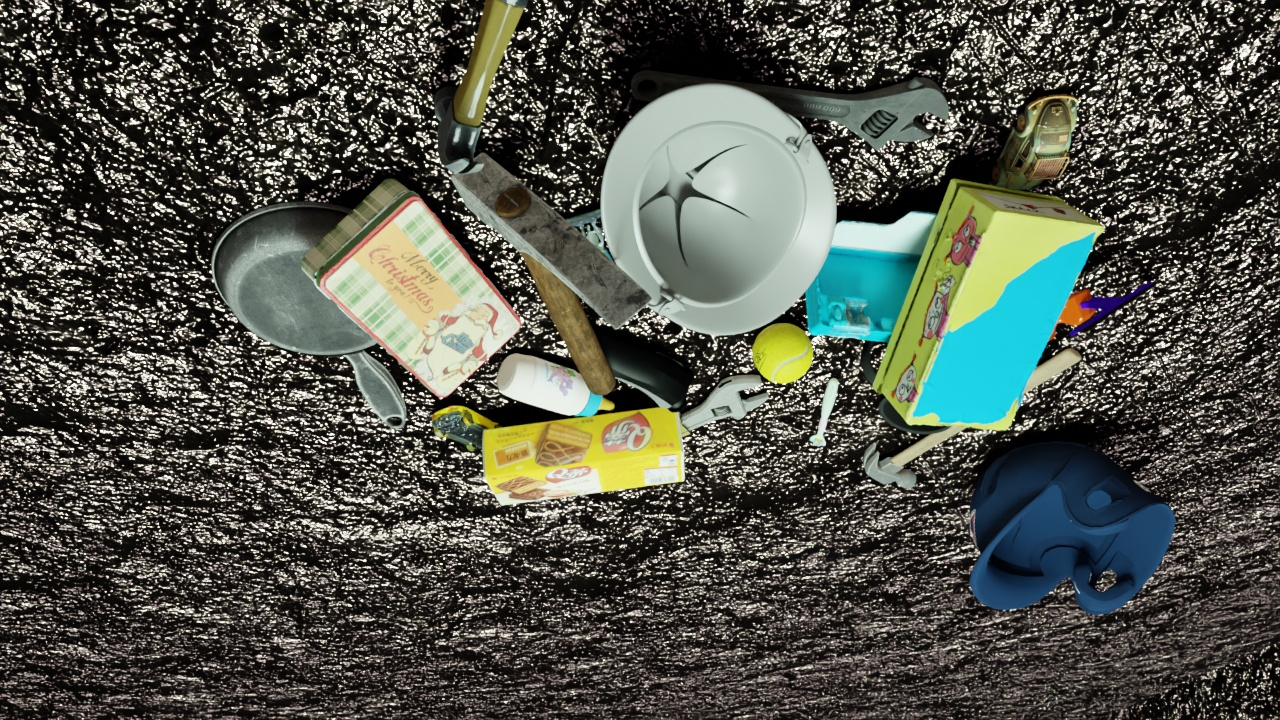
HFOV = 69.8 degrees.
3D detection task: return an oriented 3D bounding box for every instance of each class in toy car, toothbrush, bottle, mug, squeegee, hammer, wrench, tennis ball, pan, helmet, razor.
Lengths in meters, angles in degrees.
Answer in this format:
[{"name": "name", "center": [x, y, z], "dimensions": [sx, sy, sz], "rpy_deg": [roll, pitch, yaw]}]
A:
[{"name": "toy car", "center": [0.351, -0.181, 0.812], "dimensions": [0.047, 0.047, 0.112], "rpy_deg": [-3, 149, -3]}, {"name": "toothbrush", "center": [0.236, 0.067, 1.172], "dimensions": [0.022, 0.015, 0.155], "rpy_deg": [21, 149, 15]}, {"name": "bottle", "center": [-0.088, 0.033, 1.030], "dimensions": [0.146, 0.051, 0.051], "rpy_deg": [20, 137, -34]}, {"name": "mug", "center": [0.299, 0.012, 1.023], "dimensions": [0.118, 0.098, 0.082], "rpy_deg": [26, 148, -8]}, {"name": "squeegee", "center": [0.429, -0.045, 1.001], "dimensions": [0.248, 0.055, 0.185], "rpy_deg": [-20, 178, -44]}, {"name": "hammer", "center": [0.435, 0.082, 1.221], "dimensions": [0.119, 0.030, 0.332], "rpy_deg": [19, 138, -33]}, {"name": "wrench", "center": [0.038, 0.084, 1.154], "dimensions": [0.274, 0.018, 0.083], "rpy_deg": [-25, 142, 23]}, {"name": "tennis ball", "center": [0.156, -0.008, 1.005], "dimensions": [0.065, 0.065, 0.065], "rpy_deg": [-5, 145, -4]}, {"name": "pan", "center": [-0.294, -0.020, 0.925], "dimensions": [0.187, 0.055, 0.357], "rpy_deg": [-8, 141, -1]}, {"name": "helmet", "center": [0.043, -0.137, 0.762], "dimensions": [0.183, 0.117, 0.271], "rpy_deg": [-50, 137, 7]}, {"name": "hammer", "center": [-0.075, -0.258, 0.581], "dimensions": [0.025, 0.117, 0.334], "rpy_deg": [8, 137, -25]}, {"name": "toy car", "center": [-0.203, 0.080, 1.092], "dimensions": [0.049, 0.030, 0.107], "rpy_deg": [-23, 149, 19]}, {"name": "helmet", "center": [0.563, 0.234, 1.285], "dimensions": [0.272, 0.223, 0.232], "rpy_deg": [-36, 130, -10]}, {"name": "wrench", "center": [0.126, -0.212, 0.752], "dimensions": [0.273, 0.018, 0.073], "rpy_deg": [3, 145, -12]}, {"name": "razor", "center": [-0.006, 0.006, 1.010], "dimensions": [0.060, 0.057, 0.156], "rpy_deg": [5, 161, 44]}, {"name": "hammer", "center": [-0.046, -0.028, 0.828], "dimensions": [0.037, 0.218, 0.301], "rpy_deg": [-41, 149, -12]}, {"name": "razor", "center": [-0.031, -0.093, 0.887], "dimensions": [0.042, 0.022, 0.144], "rpy_deg": [-15, 145, 12]}]

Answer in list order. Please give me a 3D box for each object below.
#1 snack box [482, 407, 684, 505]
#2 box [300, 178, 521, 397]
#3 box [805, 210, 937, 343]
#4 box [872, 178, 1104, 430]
[{"name": "snack box", "center": [-0.065, 0.114, 1.094], "dimensions": [0.230, 0.061, 0.110], "rpy_deg": [-7, 154, 0]}, {"name": "box", "center": [-0.200, -0.058, 0.833], "dimensions": [0.117, 0.049, 0.205], "rpy_deg": [-46, 142, -11]}, {"name": "box", "center": [0.286, -0.078, 0.887], "dimensions": [0.226, 0.097, 0.122], "rpy_deg": [4, 160, -17]}, {"name": "box", "center": [0.315, -0.045, 0.853], "dimensions": [0.124, 0.080, 0.221], "rpy_deg": [3, 121, -16]}]
